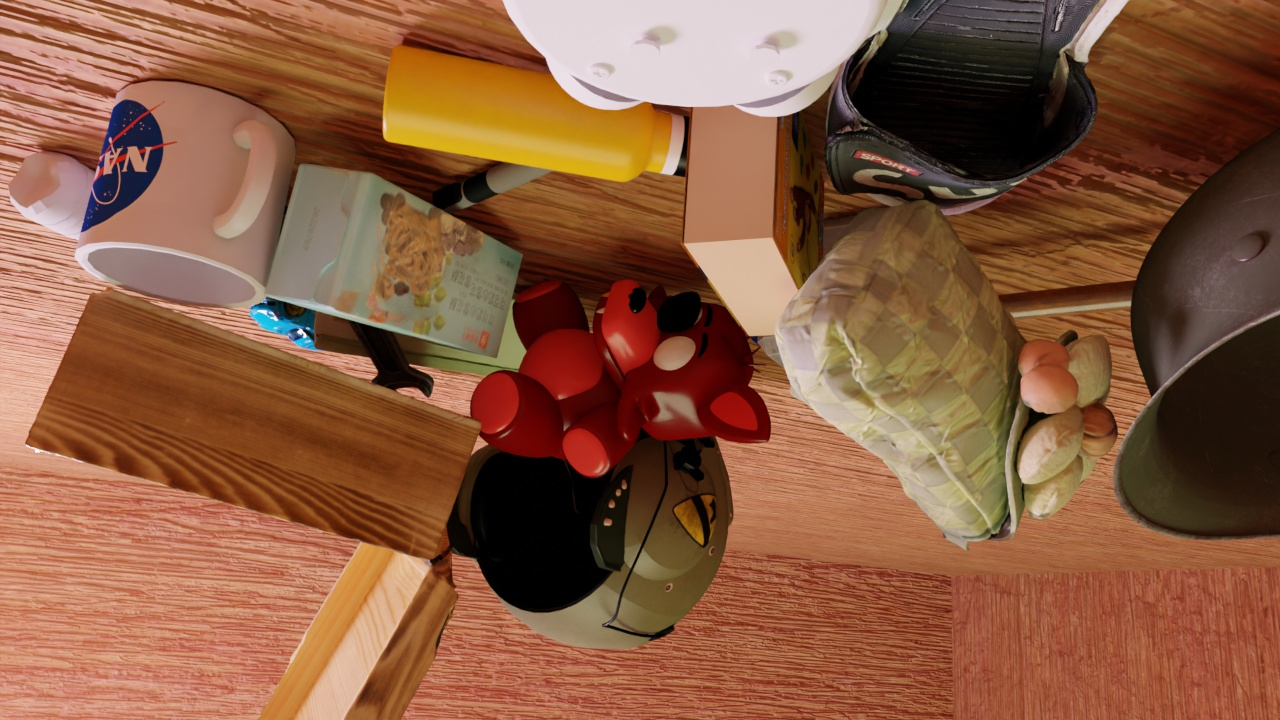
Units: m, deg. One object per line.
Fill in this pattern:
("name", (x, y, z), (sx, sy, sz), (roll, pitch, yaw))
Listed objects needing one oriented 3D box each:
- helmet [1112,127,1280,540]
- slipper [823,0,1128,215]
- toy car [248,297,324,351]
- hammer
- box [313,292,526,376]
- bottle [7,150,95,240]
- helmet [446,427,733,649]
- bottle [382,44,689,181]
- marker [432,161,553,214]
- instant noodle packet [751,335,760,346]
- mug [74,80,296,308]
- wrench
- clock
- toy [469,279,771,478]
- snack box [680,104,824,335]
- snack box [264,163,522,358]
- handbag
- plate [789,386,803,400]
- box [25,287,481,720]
("helmet", (0.320, -0.025, 0.391), (0.268, 0.153, 0.227), (-26, 131, 18))
("slipper", (0.133, -0.108, 0.366), (0.111, 0.063, 0.264), (4, 162, 4))
("toy car", (-0.292, -0.028, 0.809), (0.105, 0.032, 0.048), (21, 158, -40))
("hammer", (0.247, -0.034, 0.548), (0.318, 0.082, 0.162), (-5, 161, 29))
("box", (-0.161, -0.039, 0.743), (0.187, 0.082, 0.098), (12, 119, -16))
("bottle", (-0.337, -0.086, 0.597), (0.044, 0.044, 0.136), (0, 163, 15))
("helmet", (-0.032, 0.115, 0.793), (0.251, 0.255, 0.232), (-5, 158, 35))
("bottle", (-0.044, -0.112, 0.429), (0.143, 0.043, 0.043), (8, 164, -11))
("marker", (-0.068, -0.105, 0.509), (0.141, 0.016, 0.016), (-11, 158, 43))
("instant noodle packet", (0.151, 0.002, 0.759), (0.087, 0.026, 0.134), (30, -175, 42))
("mug", (-0.228, -0.087, 0.482), (0.121, 0.090, 0.091), (-8, 160, 37))
("wrench", (-0.200, -0.039, 0.653), (0.070, 0.010, 0.274), (-1, 149, 3))
("clock", (0.017, -0.130, 0.296), (0.125, 0.072, 0.161), (4, 164, 4))
("toy", (-0.004, 0.004, 0.633), (0.197, 0.158, 0.120), (-8, 128, 21))
("snack box", (0.060, -0.074, 0.450), (0.040, 0.088, 0.126), (-1, 163, 20))
("snack box", (-0.137, -0.053, 0.548), (0.053, 0.075, 0.174), (13, 176, 23))
("handbag", (0.157, 0.010, 0.436), (0.186, 0.113, 0.117), (40, 159, -32))
("plate", (0.214, 0.026, 0.892), (0.134, 0.011, 0.135), (4, 164, 1))
("box", (-0.269, 0.163, 0.639), (0.286, 0.336, 0.280), (20, 169, -21))
